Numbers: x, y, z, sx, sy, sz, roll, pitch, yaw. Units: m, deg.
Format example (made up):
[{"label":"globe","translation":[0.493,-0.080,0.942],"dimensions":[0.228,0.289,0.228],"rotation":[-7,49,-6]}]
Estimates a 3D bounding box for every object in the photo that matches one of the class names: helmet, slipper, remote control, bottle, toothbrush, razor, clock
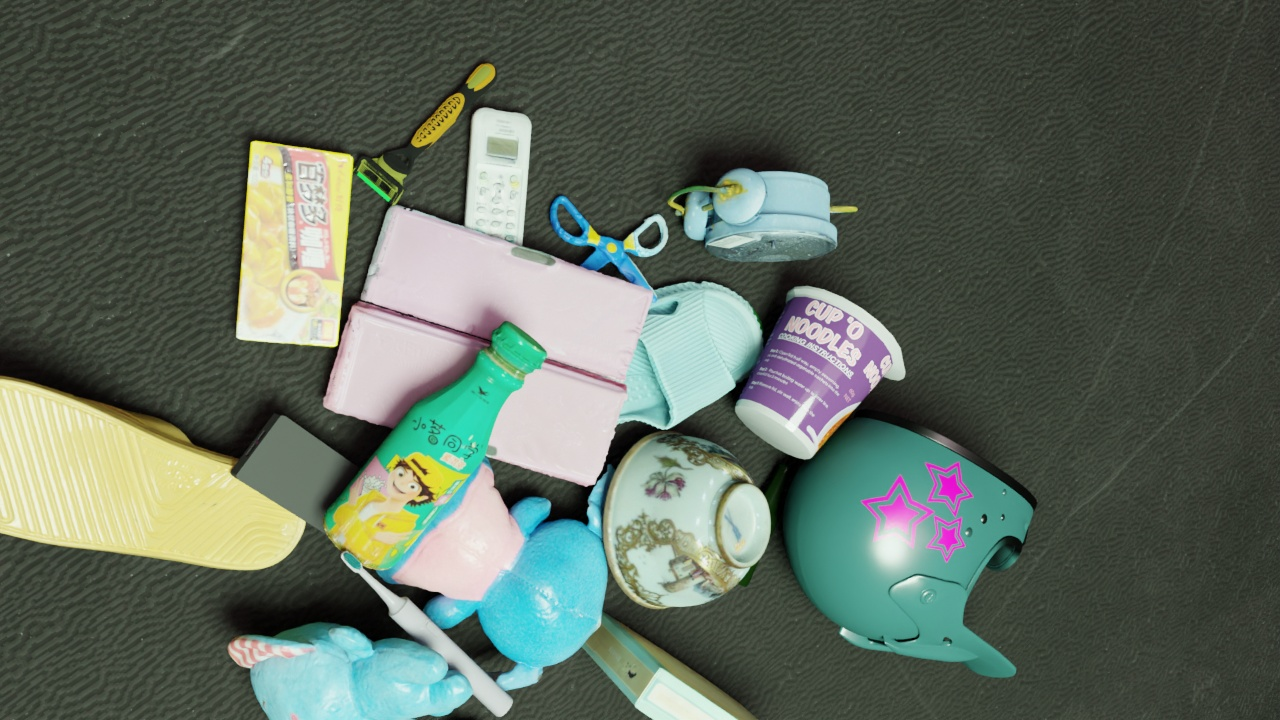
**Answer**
[{"label":"helmet","translation":[0.257,0.185,0.875],"dimensions":[0.274,0.177,0.200],"rotation":[30,82,-22]},{"label":"slipper","translation":[-0.005,0.005,0.811],"dimensions":[0.275,0.069,0.116],"rotation":[-18,99,-18]},{"label":"remote control","translation":[-0.122,-0.142,0.770],"dimensions":[0.050,0.022,0.133],"rotation":[3,94,-22]},{"label":"bottle","translation":[0.116,0.158,0.894],"dimensions":[0.033,0.033,0.123],"rotation":[29,84,-22]},{"label":"remote control","translation":[-0.251,0.100,0.723],"dimensions":[0.133,0.013,0.058],"rotation":[48,64,-38]},{"label":"toothbrush","translation":[-0.163,0.209,0.701],"dimensions":[0.188,0.019,0.018],"rotation":[52,58,-21]},{"label":"razor","translation":[-0.168,-0.190,0.747],"dimensions":[0.044,0.021,0.144],"rotation":[41,80,3]},{"label":"slipper","translation":[-0.375,0.088,0.667],"dimensions":[0.263,0.078,0.099],"rotation":[29,78,-40]},{"label":"bottle","translation":[-0.152,0.062,0.700],"dimensions":[0.068,0.068,0.210],"rotation":[38,95,-21]},{"label":"clock","translation":[0.101,-0.127,0.813],"dimensions":[0.161,0.118,0.060],"rotation":[6,82,-29]}]

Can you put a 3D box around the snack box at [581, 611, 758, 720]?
[{"label":"snack box","translation":[0.048,0.309,0.824],"dimensions":[0.193,0.141,0.044],"rotation":[40,80,-21]}]

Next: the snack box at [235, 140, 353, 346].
[{"label":"snack box","translation":[-0.269,-0.089,0.715],"dimensions":[0.075,0.025,0.152],"rotation":[5,94,-22]}]

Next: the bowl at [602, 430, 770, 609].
[{"label":"bowl","translation":[0.055,0.141,0.802],"dimensions":[0.159,0.094,0.160],"rotation":[4,85,-47]}]

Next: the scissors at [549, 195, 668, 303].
[{"label":"scissors","translation":[-0.027,-0.099,0.807],"dimensions":[0.126,0.013,0.125],"rotation":[-41,94,-25]}]

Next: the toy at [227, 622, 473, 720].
[{"label":"toy","translation":[-0.215,0.261,0.701],"dimensions":[0.183,0.181,0.114],"rotation":[57,36,-37]}]

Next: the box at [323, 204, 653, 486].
[{"label":"box","translation":[-0.120,-0.010,0.746],"dimensions":[0.232,0.040,0.179],"rotation":[16,93,-8]}]

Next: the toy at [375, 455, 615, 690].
[{"label":"toy","translation":[-0.108,0.162,0.776],"dimensions":[0.191,0.099,0.223],"rotation":[38,78,-11]}]

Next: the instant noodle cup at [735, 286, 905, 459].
[{"label":"instant noodle cup","translation":[0.159,0.022,0.841],"dimensions":[0.137,0.122,0.121],"rotation":[39,76,-12]}]
